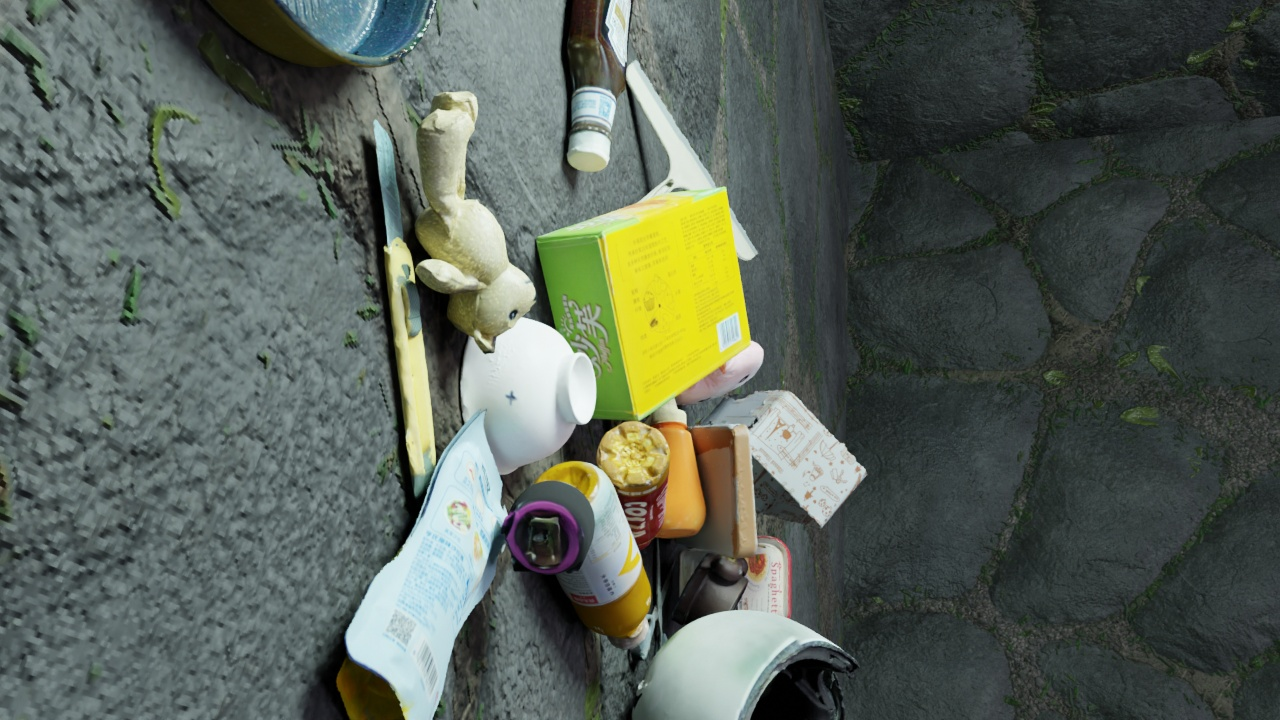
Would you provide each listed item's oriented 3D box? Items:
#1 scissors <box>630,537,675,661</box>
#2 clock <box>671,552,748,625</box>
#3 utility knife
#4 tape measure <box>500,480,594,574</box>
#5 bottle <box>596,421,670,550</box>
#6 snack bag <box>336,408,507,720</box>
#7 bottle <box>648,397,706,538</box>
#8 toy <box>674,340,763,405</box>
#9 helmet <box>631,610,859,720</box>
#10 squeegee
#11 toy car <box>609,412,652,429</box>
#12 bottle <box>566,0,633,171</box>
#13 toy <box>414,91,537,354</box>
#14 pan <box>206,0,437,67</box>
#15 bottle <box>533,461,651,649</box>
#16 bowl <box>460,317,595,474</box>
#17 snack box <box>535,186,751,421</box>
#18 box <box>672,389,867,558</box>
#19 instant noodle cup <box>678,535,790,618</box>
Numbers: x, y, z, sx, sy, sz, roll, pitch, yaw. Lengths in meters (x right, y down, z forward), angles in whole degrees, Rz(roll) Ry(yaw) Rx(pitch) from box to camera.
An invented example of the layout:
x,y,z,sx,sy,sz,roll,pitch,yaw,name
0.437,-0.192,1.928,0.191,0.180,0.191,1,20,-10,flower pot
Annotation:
x,y,z,sx,sy,sz,roll,pitch,yaw,name
0.016,0.260,0.956,0.159,0.014,0.179,26,60,-72,scissors
0.081,0.243,0.980,0.122,0.055,0.082,-60,164,-1,clock
-0.138,-0.028,0.531,0.031,0.022,0.216,-36,117,-75,utility knife
-0.058,0.108,0.585,0.039,0.057,0.058,-72,162,-75,tape measure
-0.006,0.115,0.779,0.175,0.057,0.057,91,7,-59,bottle
-0.115,0.125,0.536,0.190,0.039,0.110,-72,151,-52,snack bag
0.030,0.105,0.948,0.067,0.067,0.149,46,37,-63,bottle
0.071,0.011,0.999,0.159,0.121,0.054,17,45,-65,toy
0.078,0.348,0.878,0.229,0.157,0.275,-29,135,-34,helmet
0.002,-0.146,0.910,0.246,0.039,0.245,55,39,-16,squeegee
-0.005,0.005,0.881,0.070,0.042,0.158,32,60,-67,toy car
-0.038,-0.261,0.813,0.080,0.044,0.194,44,47,-64,bottle
-0.103,-0.082,0.554,0.105,0.066,0.157,-96,180,-56,toy
-0.154,-0.318,0.413,0.197,0.078,0.357,-42,127,-67,pan
-0.033,0.162,0.726,0.067,0.068,0.190,-73,153,-46,bottle
-0.069,0.020,0.644,0.118,0.065,0.118,-3,90,-72,bowl
0.012,-0.056,0.801,0.209,0.070,0.158,-30,115,-51,snack box
0.103,0.130,0.968,0.174,0.152,0.182,-49,-170,-13,box
0.107,0.265,1.085,0.124,0.117,0.116,21,67,-58,instant noodle cup
